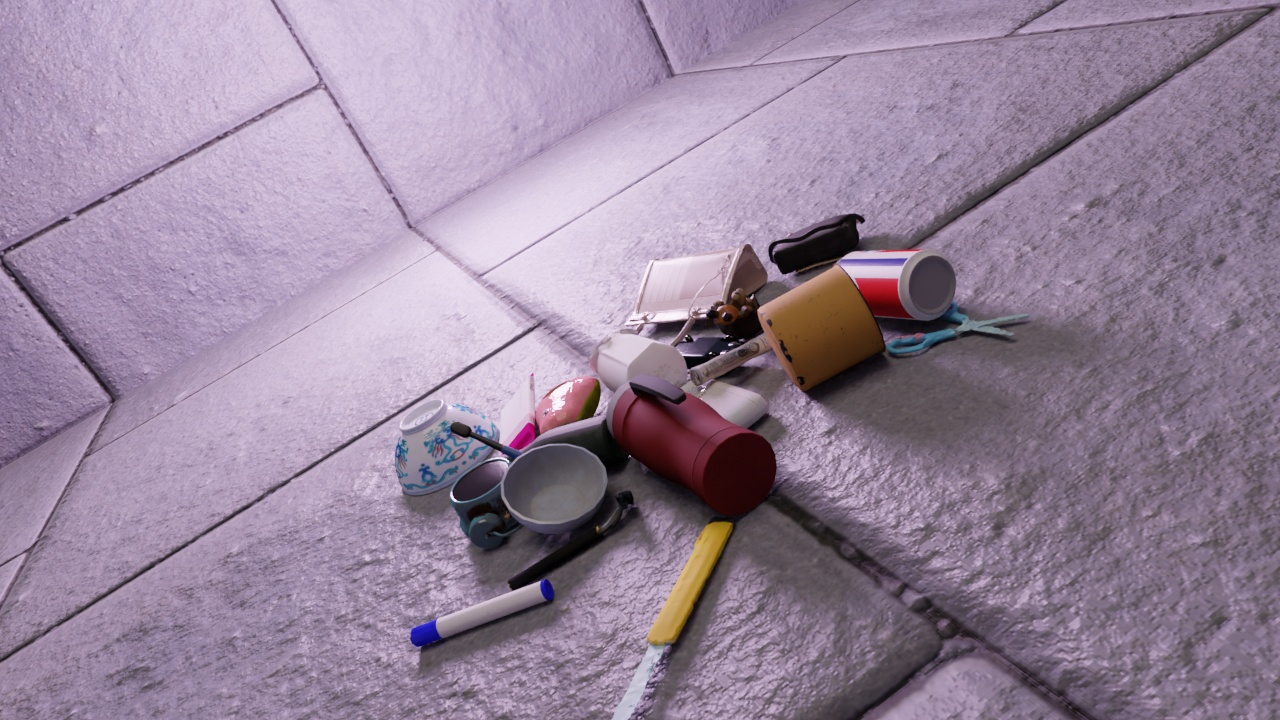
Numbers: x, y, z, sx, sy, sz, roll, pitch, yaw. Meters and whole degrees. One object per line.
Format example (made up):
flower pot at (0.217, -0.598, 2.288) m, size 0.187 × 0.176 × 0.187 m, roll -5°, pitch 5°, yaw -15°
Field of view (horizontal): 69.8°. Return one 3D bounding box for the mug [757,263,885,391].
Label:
mug at (0.180, -0.027, 0.932) m, size 0.094 × 0.100 × 0.124 m, roll -29°, pitch -18°, yaw 4°

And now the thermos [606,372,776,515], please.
thermos at (0.037, 0.066, 0.868) m, size 0.083 × 0.108 × 0.199 m, roll -34°, pitch 26°, yaw -16°

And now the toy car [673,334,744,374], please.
toy car at (0.077, -0.006, 1.066) m, size 0.112 × 0.034 × 0.046 m, roll 1°, pitch 37°, yaw 49°

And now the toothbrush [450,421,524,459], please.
toothbrush at (-0.132, 0.102, 0.988) m, size 0.168 × 0.014 × 0.014 m, roll 22°, pitch 74°, yaw 14°

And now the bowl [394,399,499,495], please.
bowl at (-0.263, 0.098, 1.181) m, size 0.144 × 0.074 × 0.143 m, roll -24°, pitch 23°, yaw 11°

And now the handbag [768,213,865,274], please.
handbag at (0.229, -0.158, 1.190) m, size 0.129 × 0.054 × 0.078 m, roll -20°, pitch 20°, yaw 25°

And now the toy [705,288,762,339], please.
toy at (0.108, -0.053, 1.078) m, size 0.076 × 0.062 × 0.100 m, roll 13°, pitch 14°, yaw 35°

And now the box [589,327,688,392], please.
box at (-0.009, 0.003, 1.078) m, size 0.080 × 0.089 × 0.143 m, roll -47°, pitch 24°, yaw -12°

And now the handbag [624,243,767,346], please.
handbag at (0.046, -0.062, 1.216) m, size 0.176 × 0.062 × 0.197 m, roll -3°, pitch 42°, yaw 46°

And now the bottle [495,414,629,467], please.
bottle at (-0.096, 0.102, 1.012) m, size 0.175 × 0.055 × 0.055 m, roll -16°, pitch 26°, yaw 30°

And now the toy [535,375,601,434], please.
toy at (-0.086, 0.061, 1.087) m, size 0.090 × 0.051 × 0.109 m, roll -29°, pitch 24°, yaw 13°

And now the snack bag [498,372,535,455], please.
snack bag at (-0.154, 0.079, 1.150) m, size 0.070 × 0.016 × 0.196 m, roll -49°, pitch 20°, yaw 12°

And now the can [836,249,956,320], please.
can at (0.259, -0.079, 0.954) m, size 0.070 × 0.070 × 0.132 m, roll -35°, pitch 17°, yaw -16°

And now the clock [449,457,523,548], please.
clock at (-0.154, 0.151, 0.975) m, size 0.090 × 0.053 × 0.124 m, roll -37°, pitch 27°, yaw -18°

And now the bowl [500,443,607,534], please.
bowl at (-0.085, 0.135, 0.921) m, size 0.106 × 0.039 × 0.106 m, roll -2°, pitch 41°, yaw 2°

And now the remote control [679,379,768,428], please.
remote control at (0.076, 0.048, 0.966) m, size 0.060 × 0.025 × 0.138 m, roll -36°, pitch 22°, yaw -17°

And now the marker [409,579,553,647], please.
marker at (-0.146, 0.232, 0.840) m, size 0.142 × 0.020 × 0.020 m, roll -23°, pitch 24°, yaw 13°

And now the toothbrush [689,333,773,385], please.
toothbrush at (0.133, -0.016, 1.016) m, size 0.185 × 0.022 × 0.024 m, roll -24°, pitch -22°, yaw -24°

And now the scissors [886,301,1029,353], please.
scissors at (0.315, -0.038, 0.900) m, size 0.141 × 0.015 × 0.110 m, roll -8°, pitch 28°, yaw 32°

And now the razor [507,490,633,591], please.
razor at (-0.063, 0.174, 0.870) m, size 0.144 × 0.022 × 0.043 m, roll -36°, pitch -18°, yaw -7°

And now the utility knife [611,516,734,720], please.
utility knife at (0.026, 0.197, 0.721) m, size 0.031 × 0.019 × 0.223 m, roll -18°, pitch 20°, yaw 37°
